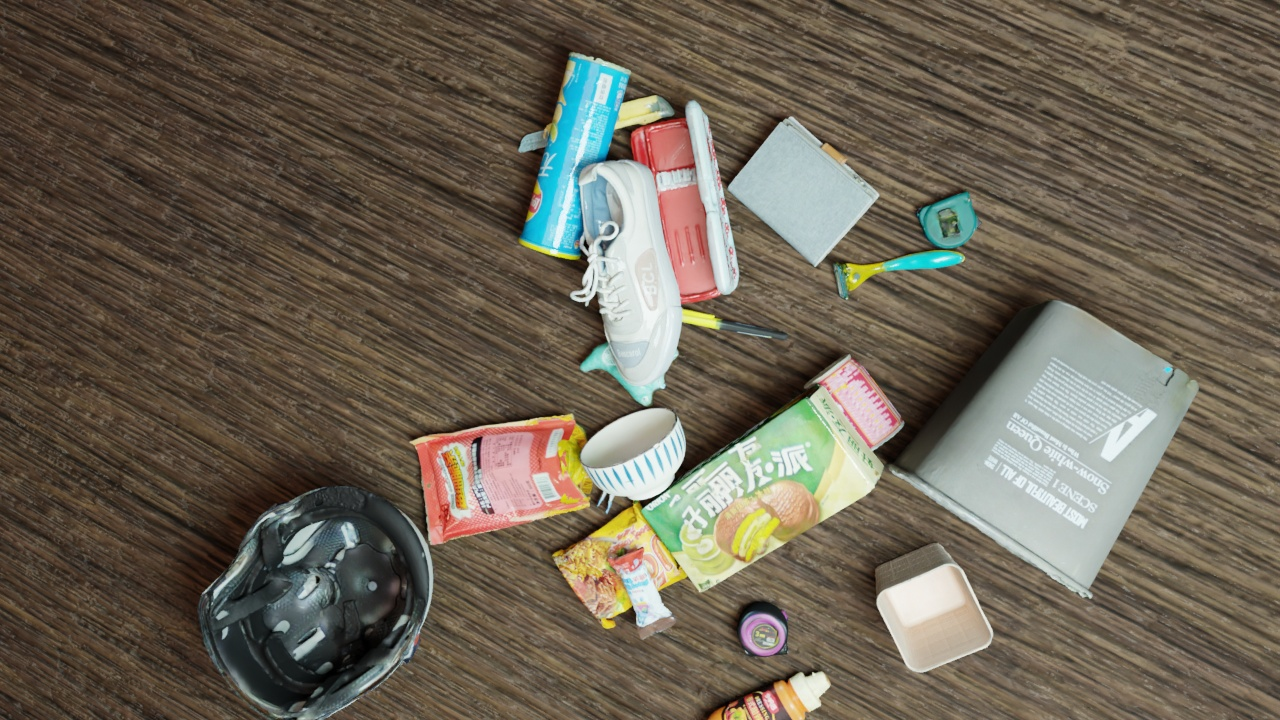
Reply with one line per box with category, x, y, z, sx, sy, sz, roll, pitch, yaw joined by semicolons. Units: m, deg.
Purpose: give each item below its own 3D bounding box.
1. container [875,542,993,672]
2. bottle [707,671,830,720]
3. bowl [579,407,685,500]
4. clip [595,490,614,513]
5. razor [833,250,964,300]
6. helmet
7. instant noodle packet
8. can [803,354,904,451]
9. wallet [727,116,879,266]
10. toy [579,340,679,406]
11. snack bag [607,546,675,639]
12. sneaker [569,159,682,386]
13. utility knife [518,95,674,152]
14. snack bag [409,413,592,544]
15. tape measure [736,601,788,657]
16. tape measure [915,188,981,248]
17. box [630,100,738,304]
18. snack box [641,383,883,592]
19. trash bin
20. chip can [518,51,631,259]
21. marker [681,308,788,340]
container;0.297;0.249;0.950;0.090;0.110;0.090;-27;88;11
bottle;0.144;0.391;1.016;0.149;0.066;0.067;-34;87;4
bowl;-0.001;0.109;1.001;0.116;0.116;0.066;-21;109;11
clip;-0.035;0.145;1.050;0.037;0.026;0.058;24;92;1
razor;0.274;-0.098;0.974;0.133;0.028;0.043;-11;115;14
helmet;-0.345;0.270;1.051;0.230;0.157;0.274;42;89;7
instant noodle packet;-0.021;0.232;1.044;0.128;0.044;0.111;-35;91;10
can;0.225;0.047;0.973;0.066;0.066;0.094;-37;87;10
wallet;0.175;-0.183;0.984;0.129;0.037;0.107;43;110;6
toy;-0.006;0.006;1.035;0.096;0.030;0.092;-42;90;3
snack bag;0.001;0.253;1.009;0.045;0.026;0.105;-23;97;0
sneaker;-0.020;-0.090;0.960;0.090;0.090;0.242;-4;95;37
utility knife;-0.052;-0.265;1.035;0.183;0.019;0.031;-13;87;16
snack bag;-0.162;0.133;1.057;0.208;0.073;0.128;-13;87;16
tape measure;0.136;0.299;1.021;0.057;0.039;0.058;-9;97;11
tape measure;0.325;-0.145;0.963;0.058;0.025;0.054;-21;89;12
box;0.043;-0.163;0.978;0.094;0.100;0.201;-10;91;10
snack box;0.125;0.138;0.970;0.241;0.063;0.114;-38;86;27
trash bin;0.387;0.076;0.888;0.199;0.198;0.220;34;93;7
chip can;-0.072;-0.220;1.000;0.071;0.071;0.210;19;102;9
marker;0.102;-0.039;1.015;0.124;0.018;0.015;12;101;9
